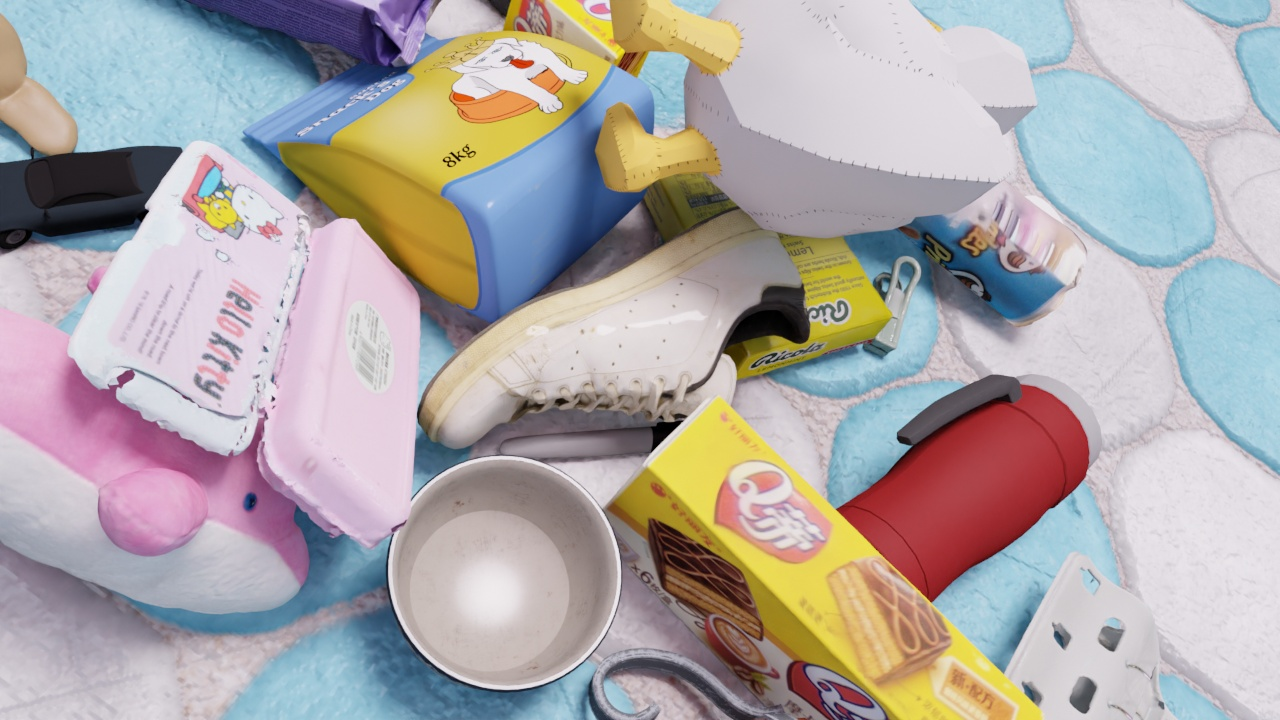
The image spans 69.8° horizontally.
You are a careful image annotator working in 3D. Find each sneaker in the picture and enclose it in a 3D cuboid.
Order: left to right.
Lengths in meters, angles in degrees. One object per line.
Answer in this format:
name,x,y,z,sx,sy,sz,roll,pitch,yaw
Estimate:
sneaker,-0.003,0.003,0.524,0.241,0.089,0.102,-29,78,-17

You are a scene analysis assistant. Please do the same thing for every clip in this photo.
clip,0.182,-0.039,0.665,0.023,0.035,0.074,26,64,-9
clip,0.278,0.212,0.565,0.125,0.092,0.151,-42,98,-31

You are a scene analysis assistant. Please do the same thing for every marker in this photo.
marker,-0.017,0.047,0.553,0.138,0.016,0.022,-2,33,-21

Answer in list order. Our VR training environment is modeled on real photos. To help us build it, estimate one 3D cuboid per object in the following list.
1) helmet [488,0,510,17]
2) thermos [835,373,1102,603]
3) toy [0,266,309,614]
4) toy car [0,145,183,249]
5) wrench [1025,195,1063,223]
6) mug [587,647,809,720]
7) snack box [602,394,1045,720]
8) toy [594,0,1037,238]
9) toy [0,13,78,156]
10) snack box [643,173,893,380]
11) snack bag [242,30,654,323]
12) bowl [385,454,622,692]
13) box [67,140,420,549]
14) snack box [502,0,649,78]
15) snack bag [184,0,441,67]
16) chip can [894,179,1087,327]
helmet,-0.061,-0.372,0.662,0.163,0.170,0.264,-24,74,-30
thermos,0.197,0.073,0.571,0.198,0.084,0.108,-28,114,-28
toy,-0.236,0.015,0.385,0.265,0.187,0.127,45,52,-40
toy car,-0.306,-0.094,0.502,0.112,0.034,0.046,-15,70,-27
wrench,0.225,-0.142,0.743,0.273,0.018,0.066,20,58,-9
mug,0.028,0.201,0.458,0.111,0.082,0.117,7,44,-14
snack box,0.085,0.134,0.488,0.230,0.110,0.061,45,58,5
toy,0.114,-0.141,0.496,0.267,0.141,0.246,-2,32,-15
toy,-0.377,-0.170,0.478,0.105,0.108,0.134,-41,83,-16
snack box,0.079,-0.081,0.639,0.121,0.045,0.180,-15,67,-24
snack bag,-0.117,-0.137,0.569,0.205,0.102,0.158,30,55,20
bowl,-0.073,0.113,0.469,0.115,0.059,0.115,9,61,-17
box,-0.163,-0.020,0.433,0.154,0.045,0.201,49,15,-35
snack box,-0.045,-0.208,0.619,0.083,0.106,0.061,40,57,2
snack bag,-0.223,-0.253,0.589,0.205,0.059,0.096,21,55,1
chip can,0.220,-0.120,0.673,0.229,0.080,0.079,35,56,-11
